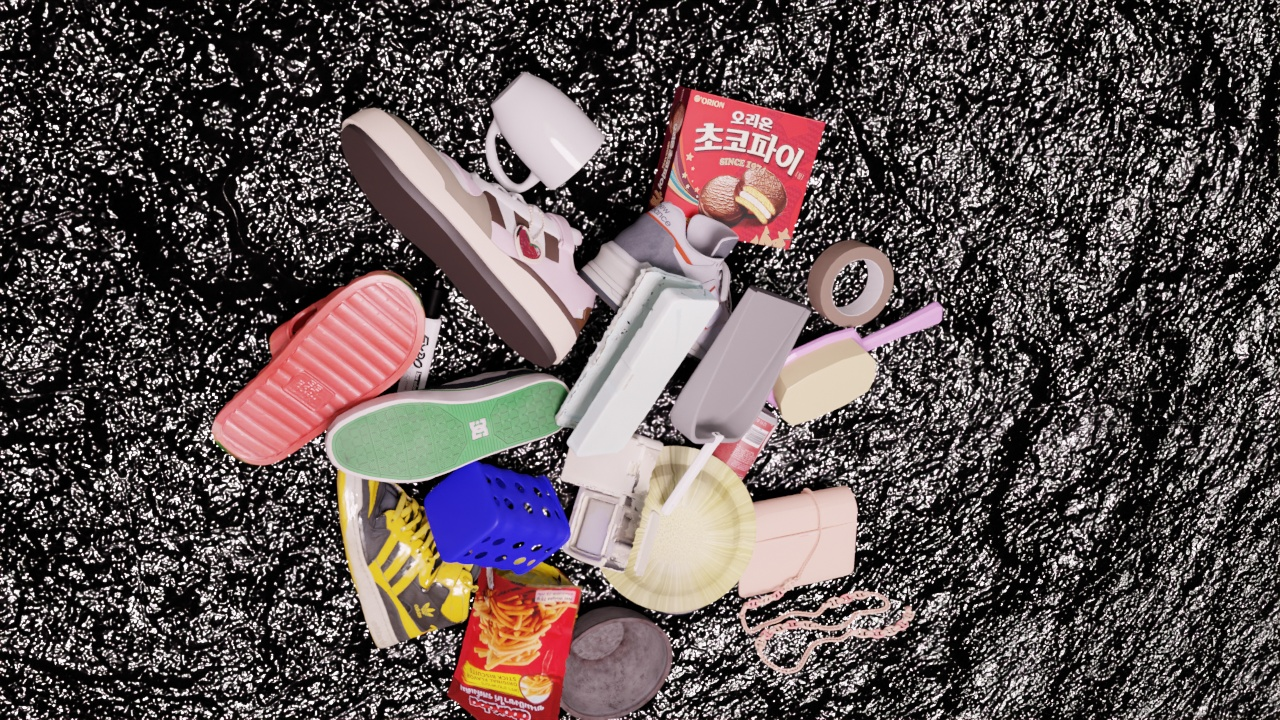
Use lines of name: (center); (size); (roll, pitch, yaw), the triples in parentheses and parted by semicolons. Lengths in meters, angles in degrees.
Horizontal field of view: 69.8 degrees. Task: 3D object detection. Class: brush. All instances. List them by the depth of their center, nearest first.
brush: (0.249, -0.002, 1.045); (0.228, 0.043, 0.089); (-24, 140, -5)

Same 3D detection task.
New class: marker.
marker: (-0.211, -0.020, 0.892); (0.025, 0.025, 0.126); (10, 108, -25)

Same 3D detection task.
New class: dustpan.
dustpan: (0.085, 0.049, 0.946); (0.258, 0.033, 0.163); (-57, 154, 14)

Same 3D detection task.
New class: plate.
plate: (0.038, 0.188, 1.004); (0.184, 0.036, 0.184); (0, 90, -1)

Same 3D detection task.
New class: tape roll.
tape roll: (0.236, -0.086, 1.033); (0.093, 0.030, 0.094); (-8, 114, -18)

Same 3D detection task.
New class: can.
can: (0.111, 0.094, 1.048); (0.054, 0.054, 0.097); (26, 100, -28)

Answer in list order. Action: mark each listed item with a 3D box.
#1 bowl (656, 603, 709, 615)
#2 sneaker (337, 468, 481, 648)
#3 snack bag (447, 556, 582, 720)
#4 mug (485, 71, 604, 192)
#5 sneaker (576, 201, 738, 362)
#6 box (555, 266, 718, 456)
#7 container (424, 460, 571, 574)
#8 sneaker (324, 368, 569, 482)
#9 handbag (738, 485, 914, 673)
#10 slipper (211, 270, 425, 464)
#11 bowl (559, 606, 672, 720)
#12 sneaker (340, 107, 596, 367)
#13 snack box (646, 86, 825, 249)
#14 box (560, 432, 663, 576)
bowl: (0.045, 0.234, 1.078); (0.115, 0.059, 0.116); (-8, 114, -18)
sneaker: (-0.231, 0.184, 0.934); (0.122, 0.086, 0.239); (-10, 119, -11)
snack bag: (-0.139, 0.326, 1.031); (0.139, 0.066, 0.208); (17, 106, 15)
mug: (-0.102, -0.204, 0.841); (0.107, 0.071, 0.089); (-34, 114, 27)
sneaker: (0.056, -0.076, 0.908); (0.239, 0.089, 0.124); (24, 107, -46)
box: (-0.003, 0.008, 0.856); (0.086, 0.072, 0.199); (20, 121, -19)
container: (-0.146, 0.159, 0.929); (0.085, 0.085, 0.113); (-39, 147, 17)
sneaker: (-0.189, 0.057, 0.896); (0.234, 0.079, 0.084); (-12, 109, -24)
handbag: (0.209, 0.238, 1.069); (0.198, 0.187, 0.117); (-9, 121, -13)
slipper: (-0.295, 0.004, 0.852); (0.249, 0.059, 0.103); (-39, 122, 16)
bowl: (-0.041, 0.347, 1.088); (0.144, 0.067, 0.145); (-8, 114, -18)
sneaker: (-0.137, -0.130, 0.842); (0.294, 0.112, 0.116); (49, 68, -28)
snack box: (0.096, -0.193, 0.931); (0.152, 0.036, 0.133); (6, 109, -23)
box: (-0.024, 0.138, 0.923); (0.081, 0.182, 0.143); (22, 78, -30)
